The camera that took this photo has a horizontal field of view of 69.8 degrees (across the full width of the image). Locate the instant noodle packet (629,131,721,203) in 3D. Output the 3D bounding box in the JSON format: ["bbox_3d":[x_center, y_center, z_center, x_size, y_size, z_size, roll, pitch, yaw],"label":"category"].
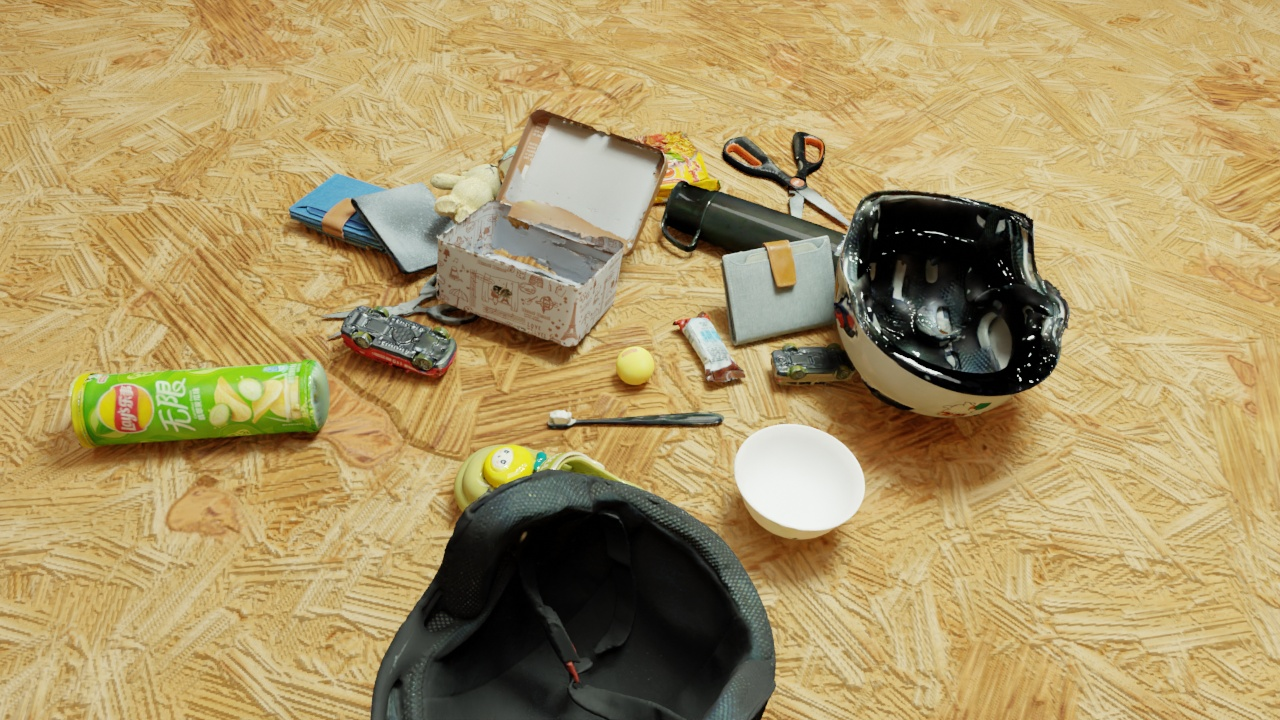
[{"bbox_3d":[0.034,-0.254,1.213,0.110,0.044,0.128,-14,50,-12],"label":"instant noodle packet"}]

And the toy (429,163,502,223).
[{"bbox_3d":[-0.205,-0.196,1.106,0.105,0.066,0.157,32,25,-9],"label":"toy"}]

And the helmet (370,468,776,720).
[{"bbox_3d":[-0.043,0.220,0.631,0.274,0.231,0.233,-36,65,-23],"label":"helmet"}]

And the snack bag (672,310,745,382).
[{"bbox_3d":[0.074,-0.016,1.001,0.045,0.026,0.105,-8,48,-25],"label":"snack bag"}]

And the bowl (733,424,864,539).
[{"bbox_3d":[0.141,0.124,0.848,0.118,0.065,0.118,2,47,-2],"label":"bowl"}]

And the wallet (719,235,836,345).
[{"bbox_3d":[0.158,-0.081,1.023,0.129,0.106,0.037,-12,10,-14],"label":"wallet"}]

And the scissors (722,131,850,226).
[{"bbox_3d":[0.208,-0.252,1.240,0.221,0.022,0.224,29,50,22],"label":"scissors"}]

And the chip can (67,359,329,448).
[{"bbox_3d":[-0.413,0.040,0.875,0.221,0.073,0.072,-4,47,-8],"label":"chip can"}]

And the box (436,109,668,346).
[{"bbox_3d":[-0.097,-0.148,1.037,0.179,0.130,0.271,21,63,12],"label":"box"}]

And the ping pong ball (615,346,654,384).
[{"bbox_3d":[-0.006,0.006,0.964,0.040,0.040,0.040,2,46,-3],"label":"ping pong ball"}]

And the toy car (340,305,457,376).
[{"bbox_3d":[-0.252,-0.018,0.963,0.120,0.045,0.052,19,50,5],"label":"toy car"}]

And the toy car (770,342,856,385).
[{"bbox_3d":[0.185,0.006,0.983,0.090,0.035,0.042,-2,48,-7],"label":"toy car"}]

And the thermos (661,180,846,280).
[{"bbox_3d":[0.143,-0.142,1.107,0.243,0.068,0.089,22,71,18],"label":"thermos"}]

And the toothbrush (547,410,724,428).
[{"bbox_3d":[-0.004,0.059,0.932,0.181,0.018,0.015,0,44,-7],"label":"toothbrush"}]

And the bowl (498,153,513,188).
[{"bbox_3d":[-0.115,-0.233,1.153,0.113,0.114,0.062,-20,93,-22],"label":"bowl"}]

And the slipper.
[{"bbox_3d":[-0.074,0.113,0.831,0.190,0.082,0.091,15,45,6],"label":"slipper"}]

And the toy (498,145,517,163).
[{"bbox_3d":[-0.144,-0.275,1.215,0.092,0.030,0.096,-20,14,-9],"label":"toy"}]

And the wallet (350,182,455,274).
[{"bbox_3d":[-0.269,-0.157,1.082,0.097,0.019,0.121,-26,70,-40],"label":"wallet"}]

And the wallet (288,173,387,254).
[{"bbox_3d":[-0.343,-0.182,1.118,0.133,0.040,0.106,19,43,13],"label":"wallet"}]

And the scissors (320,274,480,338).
[{"bbox_3d":[-0.257,-0.058,1.022,0.166,0.014,0.162,20,48,15],"label":"scissors"}]

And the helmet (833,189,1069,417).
[{"bbox_3d":[0.302,-0.044,0.959,0.230,0.157,0.273,3,57,-5],"label":"helmet"}]
